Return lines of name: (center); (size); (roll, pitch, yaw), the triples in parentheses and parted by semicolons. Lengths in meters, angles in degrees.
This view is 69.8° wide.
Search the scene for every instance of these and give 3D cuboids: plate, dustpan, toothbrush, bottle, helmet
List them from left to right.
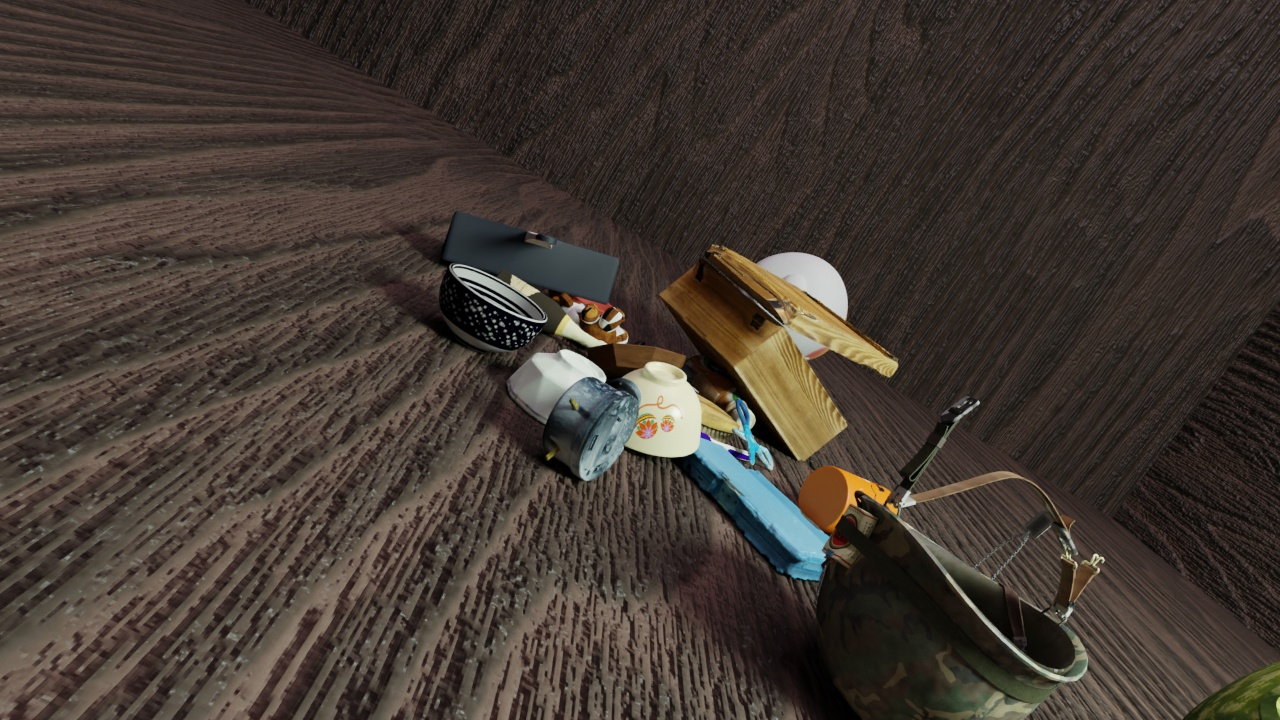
dustpan: (-0.151, -0.152, 1.281); (0.236, 0.080, 0.273); (15, 11, -14)
bottle: (-0.116, -0.054, 1.222); (0.184, 0.045, 0.045); (32, 12, 1)
plate: (-0.007, 0.007, 1.165); (0.131, 0.025, 0.131); (5, -13, 1)
toothbrush: (0.079, 0.099, 1.158); (0.186, 0.016, 0.015); (25, 14, -37)
bottle: (0.115, 0.051, 1.339); (0.059, 0.059, 0.167); (24, 14, -32)
helmet: (0.239, 0.172, 0.709); (0.192, 0.237, 0.224); (33, 22, -16)
helmet: (0.534, 0.354, 0.717); (0.244, 0.247, 0.213); (90, -25, -59)

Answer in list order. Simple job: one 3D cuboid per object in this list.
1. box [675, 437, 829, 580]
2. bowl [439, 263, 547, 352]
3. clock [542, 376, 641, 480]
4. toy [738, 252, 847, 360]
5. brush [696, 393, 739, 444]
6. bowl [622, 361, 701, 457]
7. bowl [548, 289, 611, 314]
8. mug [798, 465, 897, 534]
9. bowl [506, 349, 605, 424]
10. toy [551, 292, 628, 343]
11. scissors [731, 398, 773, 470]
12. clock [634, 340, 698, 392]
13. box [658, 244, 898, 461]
box: (0.147, 0.167, 1.022); (0.174, 0.033, 0.231); (22, 14, -43)
bowl: (-0.170, -0.047, 1.007); (0.120, 0.066, 0.120); (30, 12, -7)
clock: (-0.038, 0.060, 0.847); (0.052, 0.090, 0.129); (30, 14, 23)
toy: (0.364, -0.114, 2.191); (0.263, 0.265, 0.280); (3, -23, 28)
brush: (0.052, 0.064, 1.168); (0.195, 0.043, 0.059); (23, 16, -38)
bowl: (0.018, 0.044, 1.009); (0.118, 0.074, 0.117); (14, 21, -6)
bowl: (-0.098, -0.090, 1.442); (0.122, 0.035, 0.122); (30, 12, -7)
mug: (0.254, 0.192, 1.107); (0.096, 0.078, 0.112); (24, 45, -33)
bowl: (-0.075, 0.028, 0.954); (0.117, 0.061, 0.117); (30, 13, -8)
toy: (-0.077, -0.054, 1.270); (0.112, 0.067, 0.087); (35, -24, 26)
scissors: (0.140, 0.094, 1.206); (0.137, 0.012, 0.127); (30, 37, -59)
clock: (0.024, 0.012, 1.311); (0.120, 0.042, 0.091); (28, 12, -16)
box: (0.204, -0.050, 1.415); (0.258, 0.221, 0.279); (50, 2, -35)
